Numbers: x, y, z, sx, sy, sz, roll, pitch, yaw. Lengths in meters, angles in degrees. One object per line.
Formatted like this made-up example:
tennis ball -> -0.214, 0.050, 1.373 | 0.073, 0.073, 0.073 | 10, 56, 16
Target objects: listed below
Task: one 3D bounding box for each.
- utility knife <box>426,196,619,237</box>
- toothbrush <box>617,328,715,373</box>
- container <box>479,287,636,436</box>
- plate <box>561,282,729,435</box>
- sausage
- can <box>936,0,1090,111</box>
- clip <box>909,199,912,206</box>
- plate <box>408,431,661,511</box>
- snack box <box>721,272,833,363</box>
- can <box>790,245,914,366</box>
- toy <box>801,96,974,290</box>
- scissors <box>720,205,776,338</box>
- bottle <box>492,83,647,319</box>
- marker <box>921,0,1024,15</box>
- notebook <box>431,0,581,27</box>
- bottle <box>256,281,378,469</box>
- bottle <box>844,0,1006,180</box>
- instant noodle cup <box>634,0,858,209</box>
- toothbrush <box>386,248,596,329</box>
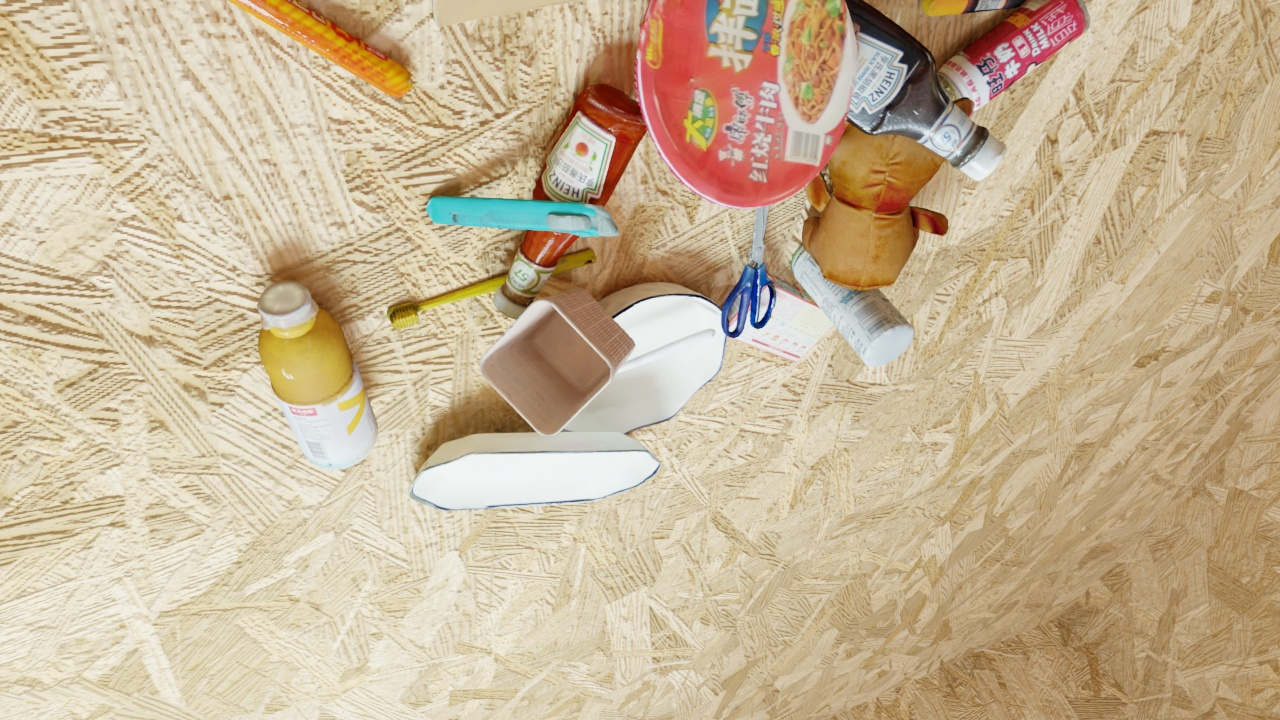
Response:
utility knife -> -0.091, -0.110, 0.702 | 0.151, 0.012, 0.029 | 5, 125, 7
toothbrush -> -0.005, 0.005, 0.892 | 0.180, 0.016, 0.016 | -22, 146, -14
container -> -0.065, -0.005, 0.796 | 0.090, 0.090, 0.110 | -44, 180, 19
plate -> -0.006, -0.001, 0.939 | 0.204, 0.045, 0.205 | -20, 143, -17
sausage -> -0.204, -0.204, 0.564 | 0.021, 0.021, 0.165 | -45, 143, 18
can -> 0.339, -0.284, 0.844 | 0.133, 0.053, 0.053 | -36, 145, 6
clip -> 0.275, -0.164, 0.975 | 0.027, 0.045, 0.058 | -5, 132, -31
plate -> -0.108, 0.112, 0.963 | 0.265, 0.034, 0.162 | 0, 153, -24
snack box -> 0.153, -0.046, 1.018 | 0.155, 0.027, 0.077 | 18, 122, -47
can -> 0.214, -0.062, 0.939 | 0.058, 0.146, 0.058 | -20, 143, -16
toy -> 0.219, -0.165, 0.846 | 0.140, 0.130, 0.200 | 4, 140, 6
scissors -> 0.121, -0.102, 0.906 | 0.124, 0.012, 0.174 | 12, 107, -47
bottle -> -0.064, -0.120, 0.735 | 0.059, 0.059, 0.207 | 5, 130, -40
marker -> 0.295, -0.316, 0.808 | 0.123, 0.015, 0.018 | -14, 143, -27
notebook -> -0.061, -0.312, 0.549 | 0.149, 0.012, 0.212 | -18, 143, -21
bottle -> -0.263, 0.015, 0.745 | 0.068, 0.068, 0.190 | -20, 143, -17
bottle -> 0.206, -0.214, 0.736 | 0.195, 0.043, 0.080 | 35, 118, -6
instant noodle cup -> 0.067, -0.210, 0.673 | 0.193, 0.066, 0.194 | -7, 105, -29
toothbrush -> -0.126, -0.063, 0.798 | 0.190, 0.016, 0.016 | -19, 140, -17
